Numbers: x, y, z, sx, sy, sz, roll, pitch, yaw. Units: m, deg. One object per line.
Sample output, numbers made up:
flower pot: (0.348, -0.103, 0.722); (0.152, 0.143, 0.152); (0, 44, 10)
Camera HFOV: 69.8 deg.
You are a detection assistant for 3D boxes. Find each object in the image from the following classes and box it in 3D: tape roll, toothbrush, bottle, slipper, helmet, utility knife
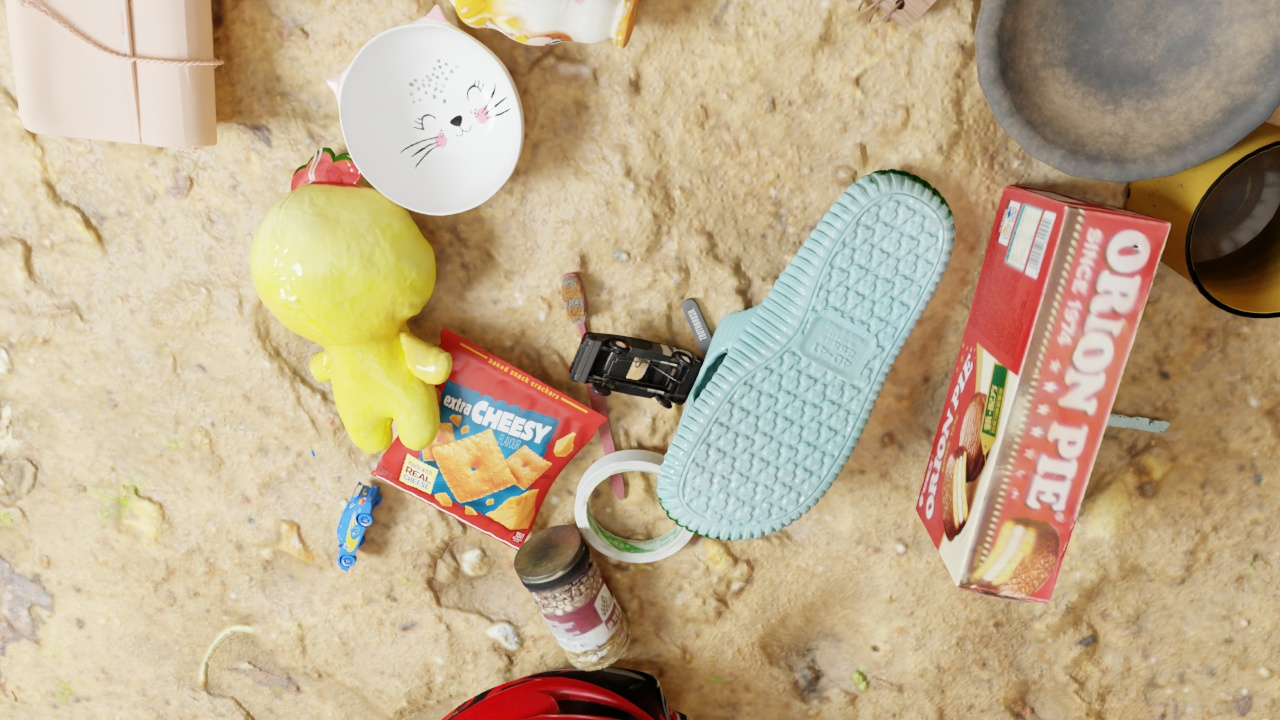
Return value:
tape roll: (-0.003, 0.111, 0.693); (0.094, 0.018, 0.094); (1, 117, 1)
toothbrush: (-0.032, 0.025, 0.667); (0.015, 0.015, 0.184); (-9, 113, 7)
bottle: (-0.051, 0.183, 0.705); (0.056, 0.056, 0.105); (-17, 118, 12)
slipper: (0.109, 0.000, 0.616); (0.116, 0.069, 0.276); (30, 98, -8)
toothbrush: (0.066, 0.030, 0.661); (0.013, 0.013, 0.167); (-21, 107, 14)
bottle: (-0.055, -0.217, 0.541); (0.109, 0.063, 0.063); (17, 113, -1)
helmet: (-0.078, 0.350, 0.726); (0.272, 0.166, 0.217); (-29, 107, 16)
utility knife: (0.293, 0.034, 0.637); (0.149, 0.015, 0.022); (6, 106, 1)

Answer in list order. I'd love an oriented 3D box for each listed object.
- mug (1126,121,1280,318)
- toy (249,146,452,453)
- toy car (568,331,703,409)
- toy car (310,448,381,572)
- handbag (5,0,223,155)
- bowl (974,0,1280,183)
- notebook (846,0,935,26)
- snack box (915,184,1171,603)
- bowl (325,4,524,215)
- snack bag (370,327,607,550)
mug: (0.351, -0.099, 0.530); (0.100, 0.094, 0.124); (5, 114, 3)
toy: (-0.194, -0.033, 0.618); (0.134, 0.092, 0.208); (-8, 115, 23)
toy car: (-0.004, 0.004, 0.637); (0.092, 0.037, 0.040); (12, 115, -27)
toy car: (-0.238, 0.116, 0.713); (0.062, 0.033, 0.092); (23, 113, -11)
handbag: (-0.330, -0.185, 0.515); (0.117, 0.186, 0.199); (9, 109, 10)
bowl: (0.269, -0.184, 0.504); (0.162, 0.070, 0.162); (7, 115, 16)
notebook: (0.128, -0.314, 0.504); (0.210, 0.022, 0.169); (41, 110, -11)
snack box: (0.238, 0.017, 0.568); (0.060, 0.113, 0.237); (10, 106, 1)
bowl: (-0.126, -0.154, 0.581); (0.115, 0.050, 0.115); (2, 113, 5)
snack bag: (-0.114, 0.062, 0.677); (0.131, 0.039, 0.144); (29, 117, -7)
